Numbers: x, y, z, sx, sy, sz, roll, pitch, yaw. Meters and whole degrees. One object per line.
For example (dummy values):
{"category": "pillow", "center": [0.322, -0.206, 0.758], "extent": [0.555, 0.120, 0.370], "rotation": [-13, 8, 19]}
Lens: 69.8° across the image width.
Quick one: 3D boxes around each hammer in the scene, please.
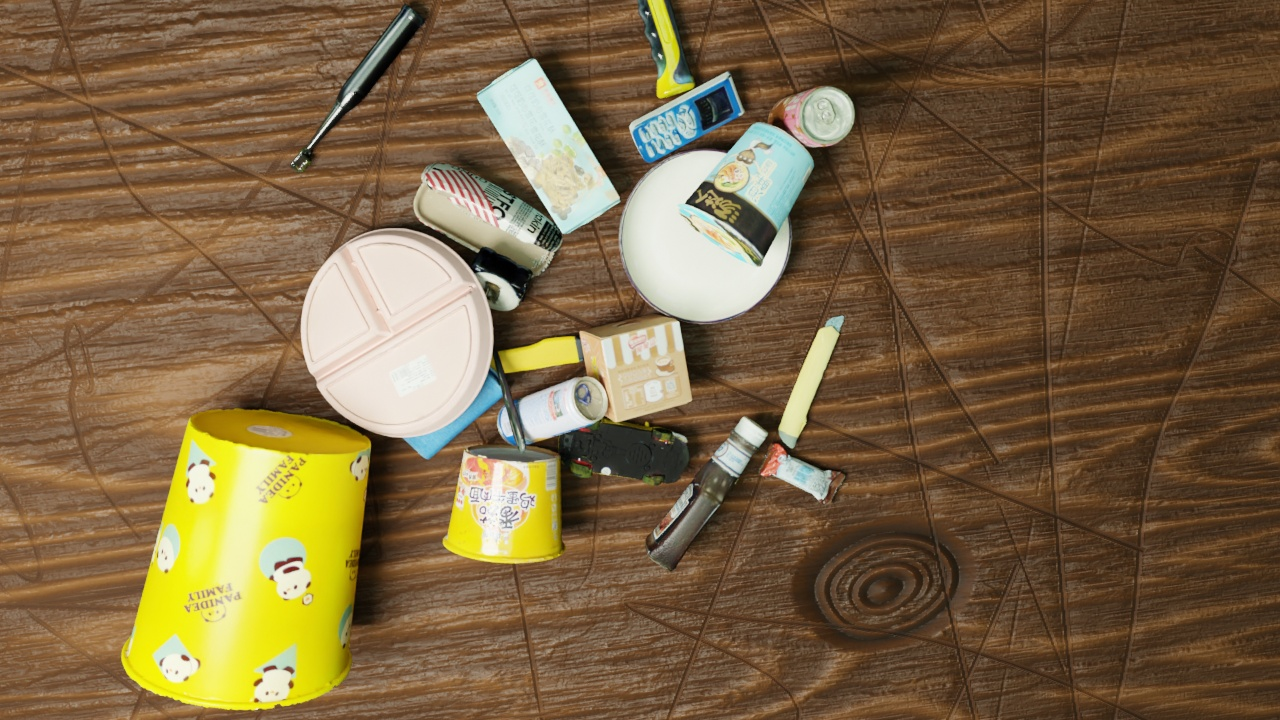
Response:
{"category": "hammer", "center": [-0.003, -0.441, 0.960], "extent": [0.126, 0.032, 0.323], "rotation": [-18, 103, 0]}

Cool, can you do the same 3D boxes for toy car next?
{"category": "toy car", "center": [-0.020, 0.105, 1.070], "extent": [0.156, 0.041, 0.071], "rotation": [9, 101, -5]}

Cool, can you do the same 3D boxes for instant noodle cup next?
{"category": "instant noodle cup", "center": [0.115, -0.177, 0.953], "extent": [0.111, 0.111, 0.120], "rotation": [34, 89, -10]}
{"category": "instant noodle cup", "center": [-0.148, 0.156, 1.030], "extent": [0.138, 0.138, 0.110], "rotation": [4, 94, -5]}

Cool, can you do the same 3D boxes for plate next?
{"category": "plate", "center": [-0.270, -0.028, 0.992], "extent": [0.230, 0.028, 0.229], "rotation": [2, 96, 14]}
{"category": "plate", "center": [0.071, -0.138, 1.026], "extent": [0.192, 0.039, 0.192], "rotation": [-1, 102, -4]}

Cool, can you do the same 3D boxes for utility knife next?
{"category": "utility knife", "center": [0.201, 0.024, 1.082], "extent": [0.031, 0.018, 0.167], "rotation": [20, 101, -13]}
{"category": "utility knife", "center": [-0.159, -0.001, 1.049], "extent": [0.209, 0.015, 0.033], "rotation": [-9, 101, 2]}

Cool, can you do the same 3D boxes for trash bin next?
{"category": "trash bin", "center": [-0.402, 0.196, 0.976], "extent": [0.229, 0.229, 0.255], "rotation": [12, 96, -7]}

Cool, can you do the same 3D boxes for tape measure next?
{"category": "tape measure", "center": [-0.156, -0.085, 1.005], "extent": [0.066, 0.066, 0.033], "rotation": [27, 56, -5]}

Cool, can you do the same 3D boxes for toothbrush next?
{"category": "toothbrush", "center": [-0.156, 0.016, 1.015], "extent": [0.016, 0.018, 0.181], "rotation": [-28, 75, 36]}
{"category": "toothbrush", "center": [-0.303, -0.284, 0.973], "extent": [0.027, 0.026, 0.213], "rotation": [43, 97, 27]}

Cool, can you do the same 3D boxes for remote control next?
{"category": "remote control", "center": [0.050, -0.265, 1.000], "extent": [0.125, 0.024, 0.049], "rotation": [-27, 129, 2]}

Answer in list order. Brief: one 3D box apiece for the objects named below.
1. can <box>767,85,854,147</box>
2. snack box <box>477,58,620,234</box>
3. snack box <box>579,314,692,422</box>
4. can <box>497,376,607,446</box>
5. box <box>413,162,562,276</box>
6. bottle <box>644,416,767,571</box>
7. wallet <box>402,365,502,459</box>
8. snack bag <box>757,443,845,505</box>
{"category": "can", "center": [0.175, -0.251, 0.954], "extent": [0.058, 0.147, 0.058], "rotation": [-1, 102, -4]}
{"category": "snack box", "center": [-0.097, -0.228, 0.987], "extent": [0.074, 0.051, 0.175], "rotation": [-32, 103, 3]}
{"category": "snack box", "center": [-0.006, 0.006, 1.021], "extent": [0.092, 0.077, 0.094], "rotation": [-14, 104, -19]}
{"category": "can", "center": [-0.098, 0.057, 1.010], "extent": [0.135, 0.053, 0.053], "rotation": [-20, 107, 43]}
{"category": "box", "center": [-0.168, -0.148, 0.997], "extent": [0.162, 0.076, 0.088], "rotation": [25, 126, -11]}
{"category": "bottle", "center": [0.077, 0.152, 1.068], "extent": [0.044, 0.080, 0.195], "rotation": [36, 95, -5]}
{"category": "wallet", "center": [-0.230, 0.037, 1.035], "extent": [0.133, 0.040, 0.106], "rotation": [-39, 106, 13]}
{"category": "snack bag", "center": [0.193, 0.137, 1.101], "extent": [0.105, 0.026, 0.045], "rotation": [25, 91, -10]}
